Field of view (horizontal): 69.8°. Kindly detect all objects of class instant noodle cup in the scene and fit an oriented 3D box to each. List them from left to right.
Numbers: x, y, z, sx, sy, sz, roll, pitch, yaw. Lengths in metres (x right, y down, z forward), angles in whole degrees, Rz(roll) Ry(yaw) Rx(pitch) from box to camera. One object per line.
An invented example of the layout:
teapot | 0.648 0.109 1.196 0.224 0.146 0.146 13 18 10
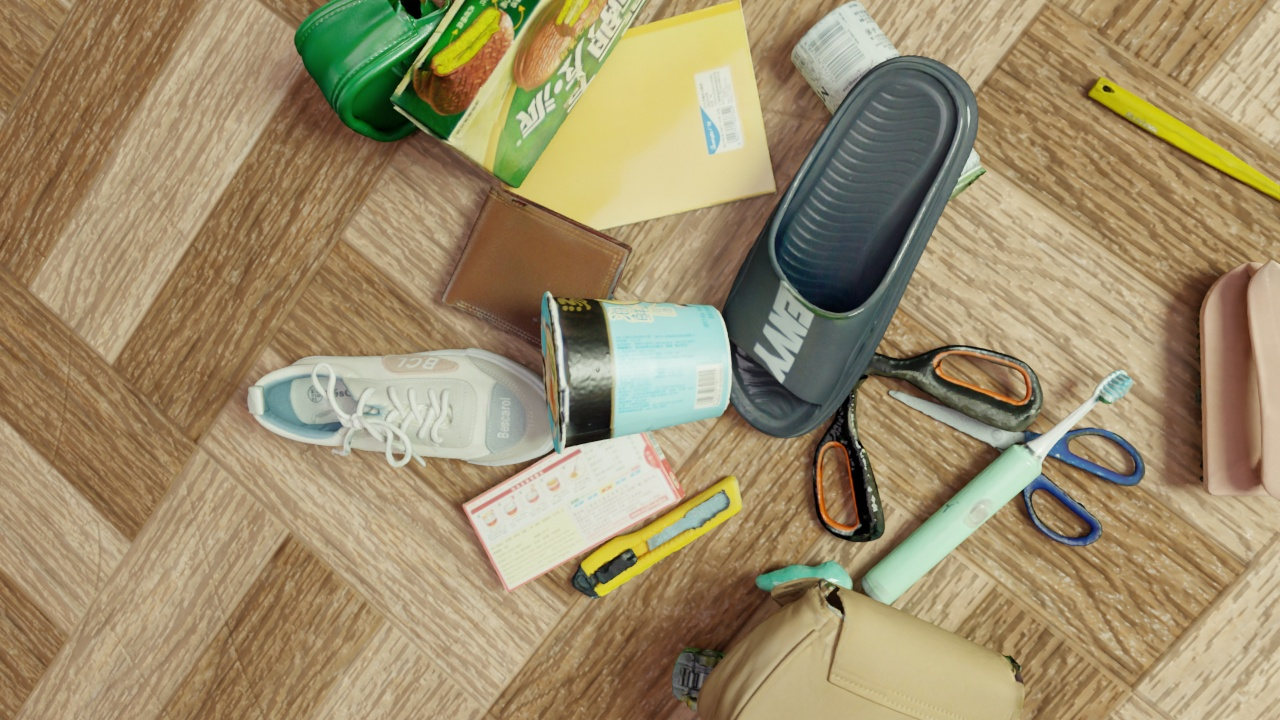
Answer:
instant noodle cup | -0.004 0.004 0.636 0.120 0.111 0.111 -5 90 -11

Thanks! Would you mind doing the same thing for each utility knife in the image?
utility knife | 0.011 0.133 0.687 0.154 0.015 0.033 -34 87 12

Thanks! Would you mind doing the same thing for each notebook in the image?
notebook | -0.013 -0.173 0.687 0.206 0.010 0.146 -11 89 13

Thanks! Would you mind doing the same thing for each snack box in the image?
snack box | -0.062 -0.244 0.635 0.063 0.114 0.240 37 95 14
snack box | -0.052 0.106 0.695 0.156 0.027 0.077 -30 85 12

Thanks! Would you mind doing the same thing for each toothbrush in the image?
toothbrush | 0.237 0.087 0.616 0.026 0.027 0.225 39 106 -14
toothbrush | 0.378 -0.130 0.592 0.190 0.016 0.016 35 98 10

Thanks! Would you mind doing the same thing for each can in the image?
can | 0.166 -0.168 0.620 0.058 0.058 0.146 -36 84 11

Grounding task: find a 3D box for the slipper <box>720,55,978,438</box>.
slipper | 0.116 -0.067 0.591 0.111 0.083 0.269 34 115 21

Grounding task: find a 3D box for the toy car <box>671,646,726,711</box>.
toy car | 0.069 0.234 0.665 0.091 0.036 0.043 11 92 11

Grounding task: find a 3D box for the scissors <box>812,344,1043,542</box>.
scissors | 0.161 0.017 0.640 0.221 0.021 0.234 2 93 19

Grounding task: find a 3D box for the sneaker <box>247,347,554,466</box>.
sneaker | -0.180 0.033 0.692 0.242 0.090 0.089 4 93 13

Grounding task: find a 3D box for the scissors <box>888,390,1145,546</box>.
scissors | 0.260 0.050 0.628 0.140 0.012 0.171 -28 84 14

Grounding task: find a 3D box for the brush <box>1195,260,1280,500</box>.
brush | 0.383 0.011 0.567 0.063 0.073 0.145 -2 89 14

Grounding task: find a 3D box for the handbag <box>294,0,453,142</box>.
handbag | -0.173 -0.221 0.663 0.120 0.131 0.068 -32 88 9

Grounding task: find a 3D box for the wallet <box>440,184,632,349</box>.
wallet | -0.078 -0.062 0.689 0.124 0.032 0.101 26 105 8

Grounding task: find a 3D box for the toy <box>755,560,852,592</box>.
toy | 0.137 0.186 0.654 0.096 0.030 0.092 -11 94 6

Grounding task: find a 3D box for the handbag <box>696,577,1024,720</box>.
handbag | 0.142 0.224 0.595 0.204 0.099 0.148 26 102 -20
